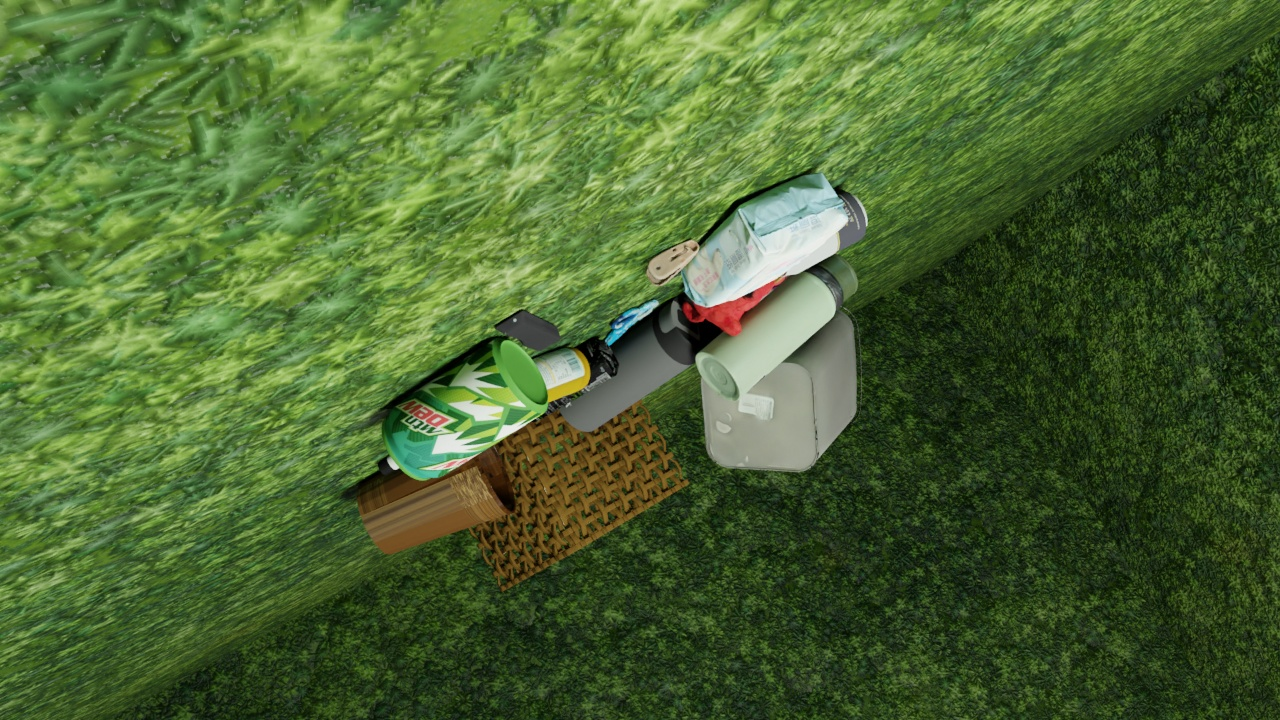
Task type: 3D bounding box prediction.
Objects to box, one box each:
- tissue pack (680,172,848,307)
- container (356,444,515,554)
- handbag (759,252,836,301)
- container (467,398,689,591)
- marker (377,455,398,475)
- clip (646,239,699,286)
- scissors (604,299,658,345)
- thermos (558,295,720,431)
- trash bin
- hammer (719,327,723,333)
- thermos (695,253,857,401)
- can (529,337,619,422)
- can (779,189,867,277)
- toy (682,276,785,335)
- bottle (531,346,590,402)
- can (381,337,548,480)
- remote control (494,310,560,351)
[{"bbox_3d":[0.121,-0.116,0.940,0.111,0.070,0.182,-27,173,-25],"label":"tissue pack"},{"bbox_3d":[-0.266,0.171,1.187,0.167,0.132,0.132,-24,173,1],"label":"container"},{"bbox_3d":[0.204,-0.130,1.238,0.144,0.068,0.170,-30,166,-1],"label":"handbag"},{"bbox_3d":[-0.119,0.173,1.386,0.250,0.214,0.220,-23,170,-44],"label":"container"},{"bbox_3d":[-0.252,0.094,1.104,0.146,0.019,0.019,-31,173,8],"label":"marker"},{"bbox_3d":[0.030,-0.095,0.904,0.060,0.024,0.039,-31,173,-21],"label":"clip"},{"bbox_3d":[-0.023,-0.040,1.129,0.066,0.015,0.135,-26,174,-29],"label":"scissors"},{"bbox_3d":[-0.007,0.007,1.220,0.241,0.082,0.082,-35,171,36],"label":"thermos"},{"bbox_3d":[0.191,0.041,1.281,0.198,0.197,0.219,1,-162,23],"label":"trash bin"},{"bbox_3d":[0.074,-0.028,1.312,0.111,0.028,0.301,-33,-175,-20],"label":"hammer"},{"bbox_3d":[0.173,-0.050,1.144,0.231,0.082,0.082,-39,176,-20],"label":"thermos"},{"bbox_3d":[-0.093,0.025,1.117,0.138,0.054,0.054,-30,173,5],"label":"can"},{"bbox_3d":[0.193,-0.143,1.052,0.127,0.064,0.064,-28,173,-12],"label":"can"},{"bbox_3d":[0.109,-0.082,1.106,0.133,0.088,0.093,-35,-178,45],"label":"toy"},{"bbox_3d":[-0.136,0.033,1.006,0.185,0.053,0.053,-22,170,-45],"label":"bottle"},{"bbox_3d":[-0.166,0.048,0.869,0.144,0.083,0.083,-32,173,15],"label":"can"},{"bbox_3d":[-0.104,-0.026,0.873,0.032,0.015,0.136,-30,173,4],"label":"remote control"}]
